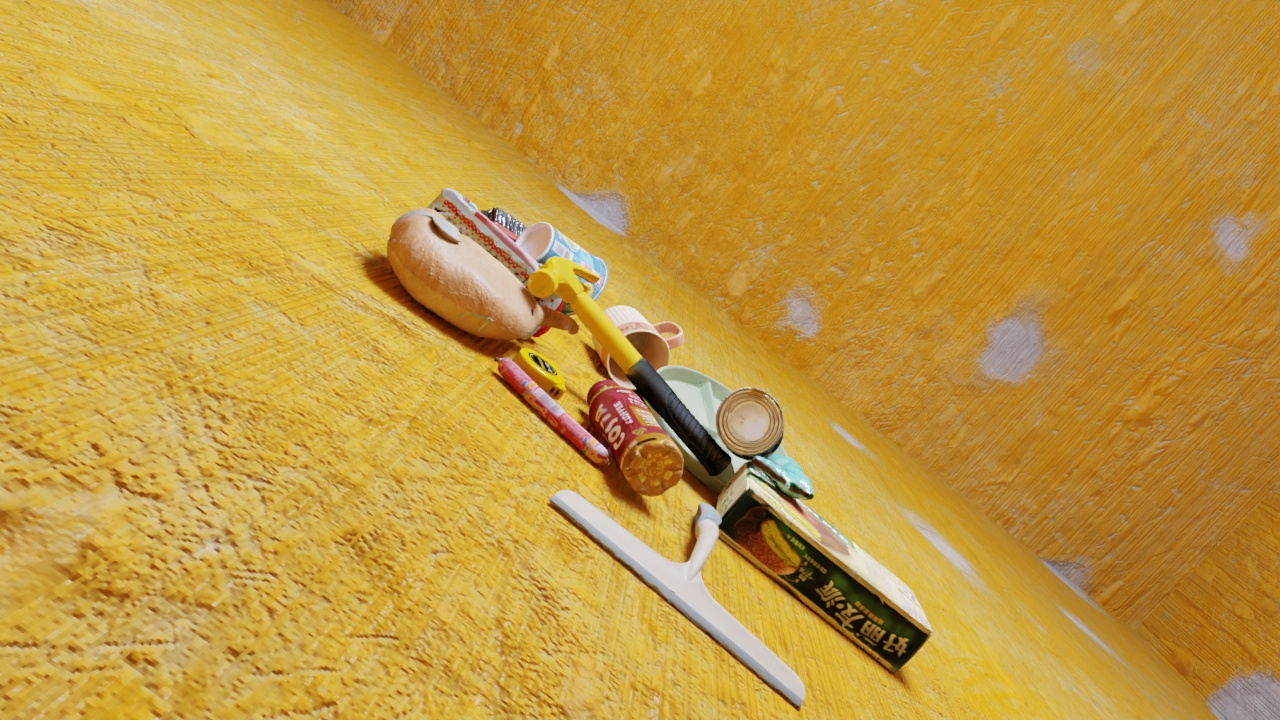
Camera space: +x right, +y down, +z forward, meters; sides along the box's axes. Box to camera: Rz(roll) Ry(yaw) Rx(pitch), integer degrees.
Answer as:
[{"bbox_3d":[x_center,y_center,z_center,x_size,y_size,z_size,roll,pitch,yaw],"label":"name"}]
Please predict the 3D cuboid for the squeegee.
[{"bbox_3d":[0.055,0.159,0.813,0.246,0.039,0.246,39,10,4],"label":"squeegee"}]

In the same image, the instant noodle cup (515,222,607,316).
[{"bbox_3d":[-0.115,-0.129,1.251,0.110,0.099,0.099,42,5,-45],"label":"instant noodle cup"}]

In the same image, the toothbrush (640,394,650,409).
[{"bbox_3d":[0.000,0.020,1.250,0.027,0.026,0.224,-10,26,-12],"label":"toothbrush"}]

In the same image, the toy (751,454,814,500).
[{"bbox_3d":[0.156,0.122,0.988,0.096,0.030,0.092,30,7,-13],"label":"toy"}]

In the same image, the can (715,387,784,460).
[{"bbox_3d":[0.125,0.074,1.039,0.075,0.075,0.111,41,-1,12],"label":"can"}]

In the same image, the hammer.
[{"bbox_3d":[-0.006,0.006,1.007,0.300,0.033,0.128,50,19,-5],"label":"hammer"}]

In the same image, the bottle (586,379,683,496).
[{"bbox_3d":[-0.012,0.069,0.902,0.057,0.057,0.175,33,8,-27],"label":"bottle"}]

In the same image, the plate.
[{"bbox_3d":[0.099,0.096,1.139,0.230,0.028,0.229,32,26,-19],"label":"plate"}]

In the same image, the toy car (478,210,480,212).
[{"bbox_3d":[-0.216,-0.179,1.326,0.120,0.045,0.053,31,14,-43],"label":"toy car"}]

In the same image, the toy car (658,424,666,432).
[{"bbox_3d":[0.008,0.081,1.006,0.049,0.031,0.105,41,9,3],"label":"toy car"}]

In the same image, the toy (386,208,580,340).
[{"bbox_3d":[-0.161,-0.070,0.949,0.226,0.083,0.143,37,23,-23],"label":"toy"}]

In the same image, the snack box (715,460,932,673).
[{"bbox_3d":[0.188,0.212,0.967,0.240,0.063,0.114,38,10,-1],"label":"snack box"}]

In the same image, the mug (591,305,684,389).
[{"bbox_3d":[-0.002,-0.025,1.214,0.106,0.114,0.082,-125,-161,-63],"label":"mug"}]

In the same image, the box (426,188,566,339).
[{"bbox_3d":[-0.177,-0.113,1.062,0.201,0.091,0.068,41,27,12],"label":"box"}]

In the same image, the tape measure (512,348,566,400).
[{"bbox_3d":[-0.104,0.015,0.918,0.057,0.029,0.060,33,12,-30],"label":"tape measure"}]

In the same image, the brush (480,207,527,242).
[{"bbox_3d":[-0.179,-0.153,1.281,0.063,0.069,0.145,-2,-19,34],"label":"brush"}]

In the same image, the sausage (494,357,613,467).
[{"bbox_3d":[-0.084,0.048,0.869,0.156,0.020,0.020,42,11,14],"label":"sausage"}]
